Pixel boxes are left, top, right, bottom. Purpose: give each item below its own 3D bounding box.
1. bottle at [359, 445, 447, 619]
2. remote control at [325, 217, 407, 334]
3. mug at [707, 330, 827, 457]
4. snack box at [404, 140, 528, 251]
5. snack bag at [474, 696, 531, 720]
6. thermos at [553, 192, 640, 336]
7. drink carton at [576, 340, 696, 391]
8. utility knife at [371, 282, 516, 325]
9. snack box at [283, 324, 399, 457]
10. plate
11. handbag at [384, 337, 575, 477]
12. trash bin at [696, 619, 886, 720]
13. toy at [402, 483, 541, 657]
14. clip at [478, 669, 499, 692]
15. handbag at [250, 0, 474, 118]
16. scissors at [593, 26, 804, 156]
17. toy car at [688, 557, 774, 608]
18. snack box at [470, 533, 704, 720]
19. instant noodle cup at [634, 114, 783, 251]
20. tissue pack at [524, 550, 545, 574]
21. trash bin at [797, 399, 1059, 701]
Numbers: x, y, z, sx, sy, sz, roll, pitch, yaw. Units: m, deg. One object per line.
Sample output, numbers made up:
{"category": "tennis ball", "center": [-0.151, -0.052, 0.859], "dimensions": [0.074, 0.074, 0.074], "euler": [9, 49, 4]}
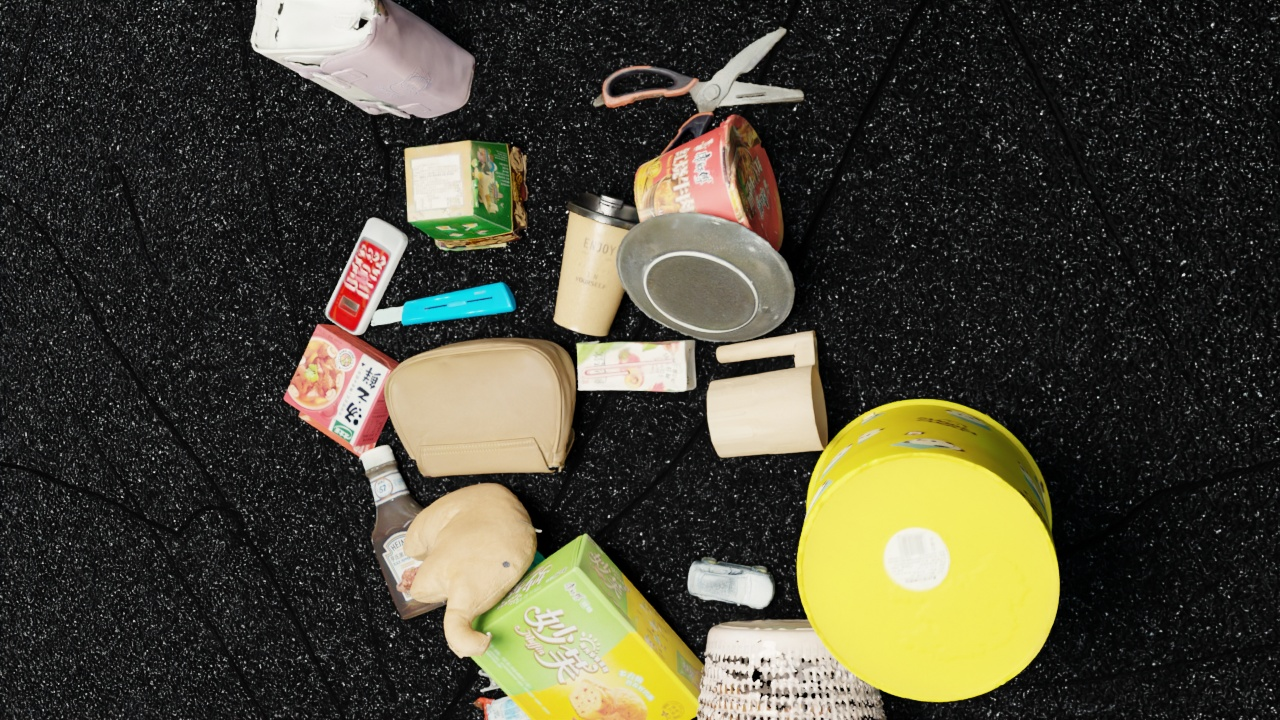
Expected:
{"category": "bottle", "center": [-0.273, 0.193, 1.056], "dimensions": [0.080, 0.044, 0.195], "euler": [-24, 83, 16]}
{"category": "remote control", "center": [-0.322, -0.098, 1.077], "dimensions": [0.056, 0.020, 0.136], "euler": [32, 100, 15]}
{"category": "mug", "center": [0.126, 0.034, 0.913], "dimensions": [0.104, 0.084, 0.124], "euler": [-8, 64, 19]}
{"category": "snack box", "center": [-0.196, -0.186, 0.991], "dimensions": [0.118, 0.105, 0.118], "euler": [-3, 89, 18]}
{"category": "snack bag", "center": [-0.136, 0.388, 1.024], "dimensions": [0.105, 0.026, 0.045], "euler": [-20, 76, 16]}
{"category": "thermos", "center": [-0.044, -0.102, 0.957], "dimensions": [0.093, 0.093, 0.143], "euler": [20, 104, 16]}
{"category": "drink carton", "center": [-0.006, 0.006, 0.965], "dimensions": [0.123, 0.045, 0.053], "euler": [0, 92, 18]}
{"category": "utility knife", "center": [-0.229, -0.060, 1.050], "dimensions": [0.187, 0.018, 0.034], "euler": [-8, 89, 19]}
{"category": "snack box", "center": [-0.349, 0.039, 1.076], "dimensions": [0.113, 0.044, 0.127], "euler": [29, 100, 15]}
{"category": "plate", "center": [0.059, -0.071, 0.888], "dimensions": [0.179, 0.180, 0.024], "euler": [7, 52, 17]}
{"category": "handbag", "center": [-0.166, 0.050, 0.994], "dimensions": [0.205, 0.099, 0.148], "euler": [-4, 97, 18]}
{"category": "trash bin", "center": [0.139, 0.345, 0.853], "dimensions": [0.228, 0.227, 0.192], "euler": [-5, 77, 18]}
{"category": "toy", "center": [-0.169, 0.204, 0.942], "dimensions": [0.143, 0.226, 0.082], "euler": [-34, 118, -4]}
{"category": "clip", "center": [-0.156, 0.361, 1.032], "dimensions": [0.056, 0.024, 0.026], "euler": [-7, 86, 21]}
{"category": "handbag", "center": [-0.285, -0.324, 0.970], "dimensions": [0.145, 0.196, 0.098], "euler": [5, 90, 17]}
{"category": "scissors", "center": [0.056, -0.270, 0.957], "dimensions": [0.189, 0.015, 0.227], "euler": [39, 101, 13]}
{"category": "toy car", "center": [0.093, 0.230, 0.946], "dimensions": [0.091, 0.034, 0.043], "euler": [7, 90, 16]}
{"category": "snack box", "center": [-0.054, 0.306, 0.940], "dimensions": [0.158, 0.070, 0.210], "euler": [-36, 102, 15]}
{"category": "instant noodle cup", "center": [0.066, -0.156, 0.901], "dimensions": [0.109, 0.137, 0.138], "euler": [-14, 87, 26]}
{"category": "tissue pack", "center": [-0.143, 0.276, 1.012], "dimensions": [0.134, 0.050, 0.093], "euler": [-41, 82, 15]}
{"category": "trash bin", "center": [0.240, 0.155, 0.781], "dimensions": [0.230, 0.255, 0.229], "euler": [0, 91, 18]}
